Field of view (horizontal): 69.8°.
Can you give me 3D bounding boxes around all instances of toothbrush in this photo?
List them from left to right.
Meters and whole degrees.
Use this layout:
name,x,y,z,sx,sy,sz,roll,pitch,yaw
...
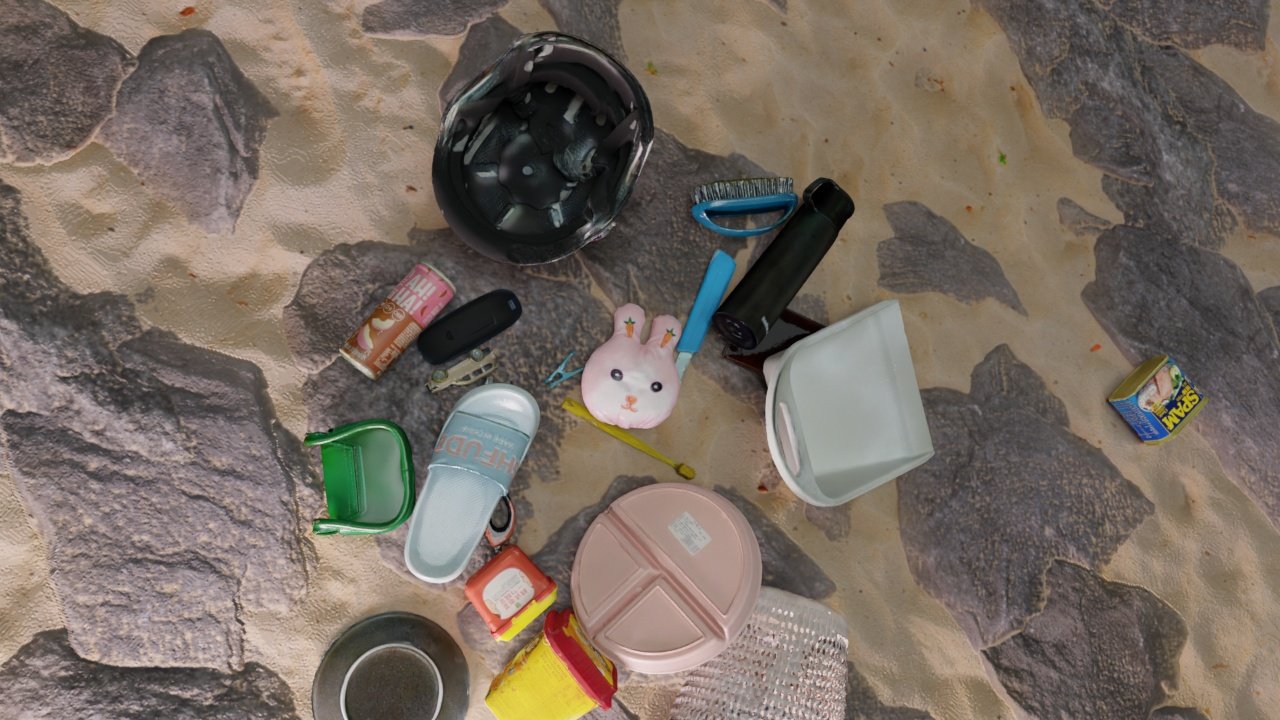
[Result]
name,x,y,z,sx,sy,sz,roll,pitch,yaw
toothbrush,-0.012,0.098,1.140,0.190,0.017,0.015,31,78,-6

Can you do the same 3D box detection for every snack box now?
name,x,y,z,sx,sy,sz,roll,pitch,yaw
snack box,-0.151,0.265,1.058,0.091,0.082,0.080,-39,93,-11

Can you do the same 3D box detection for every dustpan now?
name,x,y,z,sx,sy,sz,roll,pitch,yaw
dustpan,0.256,0.061,1.123,0.257,0.143,0.223,-16,96,-9

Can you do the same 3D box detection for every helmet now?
name,x,y,z,sx,sy,sz,roll,pitch,yaw
helmet,-0.118,-0.241,1.091,0.230,0.157,0.274,33,89,-7

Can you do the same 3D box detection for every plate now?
name,x,y,z,sx,sy,sz,roll,pitch,yaw
plate,-0.284,0.380,1.049,0.179,0.024,0.179,1,83,-11
plate,0.024,0.241,1.056,0.230,0.028,0.229,-10,55,14

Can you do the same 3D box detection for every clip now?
name,x,y,z,sx,sy,sz,roll,pitch,yaw
clip,-0.095,0.014,1.136,0.055,0.013,0.038,-38,91,-15

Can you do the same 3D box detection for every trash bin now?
name,x,y,z,sx,sy,sz,roll,pitch,yaw
trash bin,0.146,0.372,1.052,0.227,0.228,0.191,23,67,-8

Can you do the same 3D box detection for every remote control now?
name,x,y,z,sx,sy,sz,roll,pitch,yaw
remote control,-0.207,-0.043,1.115,0.136,0.024,0.053,-32,91,-13

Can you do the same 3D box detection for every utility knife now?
name,x,y,z,sx,sy,sz,roll,pitch,yaw
utility knife,0.071,-0.041,1.173,0.034,0.018,0.216,23,79,4

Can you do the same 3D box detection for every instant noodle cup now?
name,x,y,z,sx,sy,sz,roll,pitch,yaw
instant noodle cup,-0.103,0.367,1.047,0.123,0.116,0.116,-39,91,-1

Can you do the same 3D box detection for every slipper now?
name,x,y,z,sx,sy,sz,roll,pitch,yaw
slipper,-0.199,0.137,1.054,0.104,0.074,0.245,24,80,-5

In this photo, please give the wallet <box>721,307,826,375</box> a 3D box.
name,x,y,z,sx,sy,sz,roll,pitch,yaw
wallet,0.177,-0.024,1.192,0.122,0.020,0.096,24,79,-5

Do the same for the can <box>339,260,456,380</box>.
name,x,y,z,sx,sy,sz,roll,pitch,yaw
can,-0.286,-0.047,1.083,0.058,0.058,0.147,40,77,-4

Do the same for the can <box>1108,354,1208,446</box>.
name,x,y,z,sx,sy,sz,roll,pitch,yaw
can,0.714,0.054,1.269,0.102,0.057,0.083,-41,90,-13

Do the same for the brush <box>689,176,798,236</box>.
name,x,y,z,sx,sy,sz,roll,pitch,yaw
brush,0.136,-0.196,1.185,0.143,0.055,0.073,-8,84,-12

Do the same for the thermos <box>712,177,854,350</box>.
name,x,y,z,sx,sy,sz,roll,pitch,yaw
thermos,0.181,-0.131,1.162,0.242,0.068,0.090,-52,135,-20

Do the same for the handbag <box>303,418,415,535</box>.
name,x,y,z,sx,sy,sz,roll,pitch,yaw
handbag,-0.319,0.134,1.049,0.120,0.068,0.131,-8,84,-11

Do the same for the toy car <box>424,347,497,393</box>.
name,x,y,z,sx,sy,sz,roll,pitch,yaw
toy car,-0.215,0.014,1.097,0.090,0.042,0.035,-27,91,-13

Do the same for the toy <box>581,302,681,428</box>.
name,x,y,z,sx,sy,sz,roll,pitch,yaw
toy,-0.007,0.007,1.137,0.121,0.054,0.159,15,73,-7

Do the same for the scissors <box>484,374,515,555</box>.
name,x,y,z,sx,sy,sz,roll,pitch,yaw
scissors,-0.183,0.132,1.104,0.202,0.015,0.204,-38,90,-13
